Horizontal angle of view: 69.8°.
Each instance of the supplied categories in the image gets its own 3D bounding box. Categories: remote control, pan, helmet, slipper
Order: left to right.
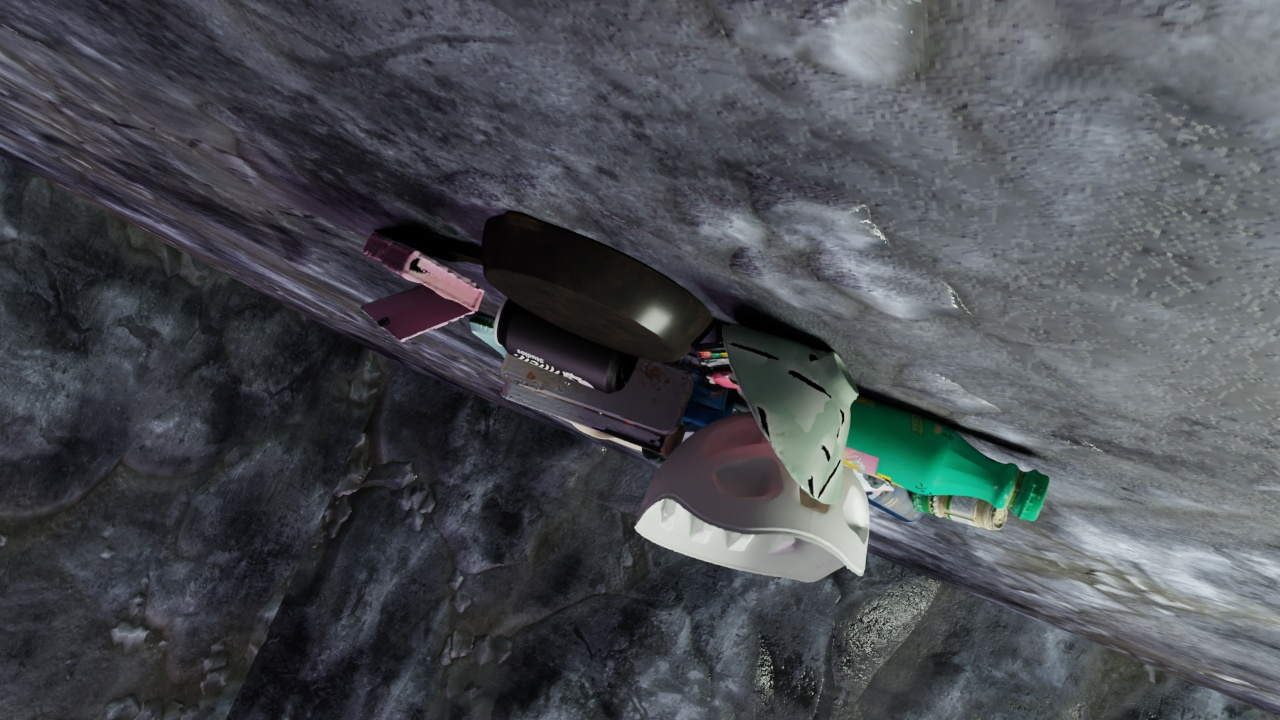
[{"bbox_3d":[-0.171,0.009,1.458,0.116,0.069,0.276,11,164,43],"label":"slipper"},{"bbox_3d":[-0.095,-0.071,0.880,0.357,0.043,0.248,16,168,38],"label":"pan"},{"bbox_3d":[0.079,-0.003,0.874,0.045,0.021,0.140,-4,170,7],"label":"remote control"},{"bbox_3d":[0.119,0.165,0.986,0.224,0.183,0.283,22,142,-5],"label":"helmet"}]

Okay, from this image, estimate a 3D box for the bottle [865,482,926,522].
[{"bbox_3d":[0.300,0.156,1.158,0.160,0.056,0.056,28,170,-30],"label":"bottle"}]

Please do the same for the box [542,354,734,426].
[{"bbox_3d":[-0.012,0.020,1.092,0.243,0.063,0.174,19,166,11],"label":"box"}]

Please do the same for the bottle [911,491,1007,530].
[{"bbox_3d":[0.385,0.175,1.111,0.042,0.042,0.110,31,167,-39],"label":"bottle"}]

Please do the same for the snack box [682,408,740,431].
[{"bbox_3d":[0.154,0.126,1.264,0.226,0.059,0.060,32,124,-32],"label":"snack box"}]

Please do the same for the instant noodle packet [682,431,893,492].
[{"bbox_3d":[0.161,0.120,1.120,0.270,0.057,0.147,-5,140,46],"label":"instant noodle packet"}]

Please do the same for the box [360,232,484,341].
[{"bbox_3d":[-0.258,-0.071,1.010,0.099,0.098,0.233,31,177,-29],"label":"box"}]

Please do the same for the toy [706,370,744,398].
[{"bbox_3d":[0.114,0.027,0.868,0.102,0.050,0.065,28,-174,20],"label":"toy"}]

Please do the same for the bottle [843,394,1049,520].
[{"bbox_3d":[0.258,0.087,0.834,0.210,0.068,0.068,20,171,19],"label":"bottle"}]

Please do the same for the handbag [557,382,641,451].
[{"bbox_3d":[-0.049,0.045,1.323,0.194,0.101,0.198,22,160,3],"label":"handbag"}]

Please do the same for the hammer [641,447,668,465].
[{"bbox_3d":[0.076,0.124,1.343,0.133,0.033,0.332,20,-173,20],"label":"hammer"}]

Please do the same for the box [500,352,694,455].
[{"bbox_3d":[-0.050,0.041,1.058,0.216,0.094,0.108,18,158,13],"label":"box"}]

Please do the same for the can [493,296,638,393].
[{"bbox_3d":[-0.078,-0.024,0.989,0.146,0.080,0.080,21,171,13],"label":"can"}]

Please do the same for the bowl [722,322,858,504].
[{"bbox_3d":[0.141,0.028,0.755,0.174,0.068,0.174,49,-160,-24],"label":"bowl"}]
